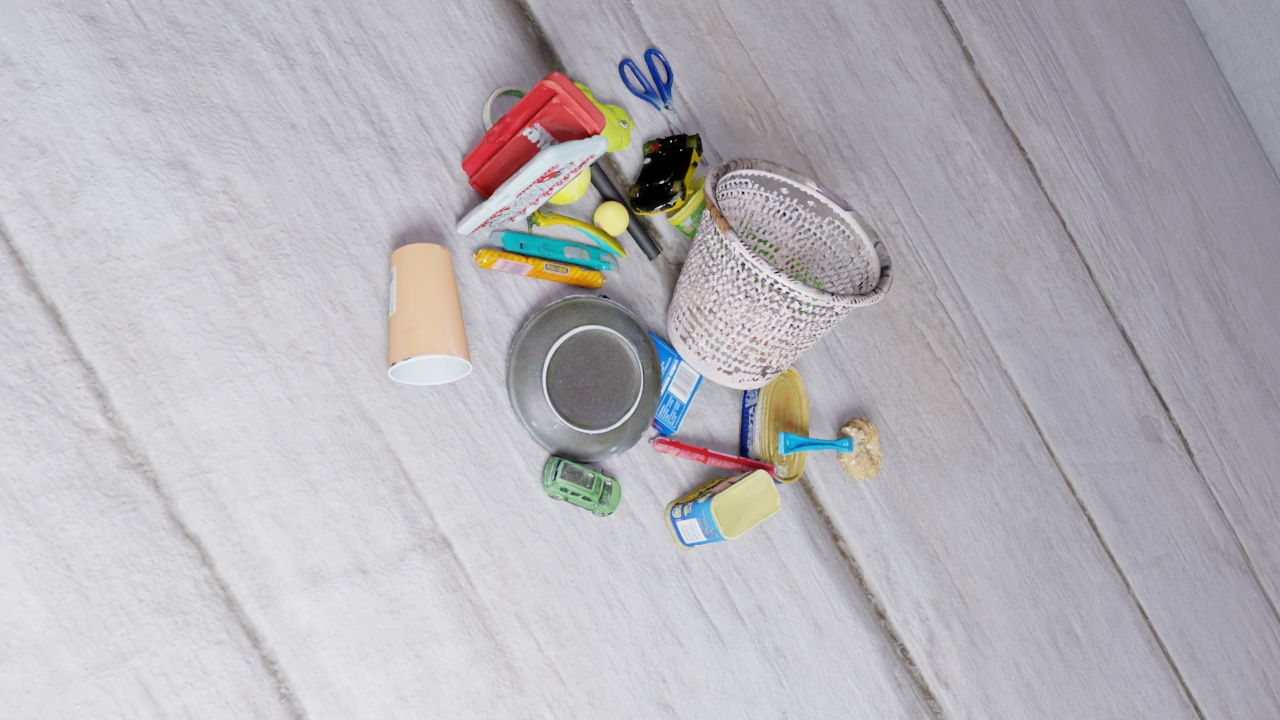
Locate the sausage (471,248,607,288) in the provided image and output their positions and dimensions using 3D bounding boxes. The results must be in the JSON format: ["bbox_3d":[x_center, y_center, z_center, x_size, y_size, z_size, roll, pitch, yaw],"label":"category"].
[{"bbox_3d":[-0.106,-0.099,0.995,0.165,0.022,0.021,8,70,-33],"label":"sausage"}]

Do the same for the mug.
[{"bbox_3d":[-0.207,-0.046,0.880,0.078,0.078,0.122,3,68,-34],"label":"mug"}]

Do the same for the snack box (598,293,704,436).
[{"bbox_3d":[-0.006,0.006,1.027,0.157,0.026,0.084,39,59,-18],"label":"snack box"}]

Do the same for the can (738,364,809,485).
[{"bbox_3d":[0.160,0.078,1.104,0.074,0.049,0.148,17,66,-29],"label":"can"}]

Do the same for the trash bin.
[{"bbox_3d":[0.133,-0.081,1.023,0.227,0.193,0.227,17,42,-16],"label":"trash bin"}]

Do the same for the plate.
[{"bbox_3d":[-0.052,0.019,0.966,0.179,0.024,0.179,1,87,-25],"label":"plate"}]

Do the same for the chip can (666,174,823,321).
[{"bbox_3d":[0.134,-0.134,1.141,0.221,0.073,0.072,38,57,-19],"label":"chip can"}]

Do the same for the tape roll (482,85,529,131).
[{"bbox_3d":[-0.136,-0.268,1.035,0.085,0.014,0.085,12,68,-32],"label":"tape roll"}]

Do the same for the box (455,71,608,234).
[{"bbox_3d":[-0.120,-0.184,0.900,0.095,0.202,0.098,42,56,-18],"label":"box"}]

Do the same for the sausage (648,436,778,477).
[{"bbox_3d":[0.083,0.110,1.035,0.156,0.020,0.020,15,65,-7],"label":"sausage"}]

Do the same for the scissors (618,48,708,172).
[{"bbox_3d":[0.040,-0.325,1.176,0.171,0.012,0.141,33,60,-24],"label":"scissors"}]

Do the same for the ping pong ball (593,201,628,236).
[{"bbox_3d":[-0.034,-0.163,1.054,0.040,0.040,0.040,11,69,-31],"label":"ping pong ball"}]

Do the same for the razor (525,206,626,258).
[{"bbox_3d":[-0.068,-0.142,1.024,0.132,0.028,0.043,19,33,-30],"label":"razor"}]

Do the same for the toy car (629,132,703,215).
[{"bbox_3d":[0.031,-0.220,1.093,0.041,0.071,0.155,66,31,-42],"label":"toy car"}]

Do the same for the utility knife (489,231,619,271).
[{"bbox_3d":[-0.092,-0.122,1.017,0.164,0.013,0.029,6,66,-33],"label":"utility knife"}]

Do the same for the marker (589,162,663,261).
[{"bbox_3d":[-0.019,-0.175,1.080,0.132,0.022,0.020,53,16,-9],"label":"marker"}]

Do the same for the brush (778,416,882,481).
[{"bbox_3d":[0.228,0.104,1.105,0.254,0.046,0.083,9,80,-51],"label":"brush"}]

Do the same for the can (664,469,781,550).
[{"bbox_3d":[0.092,0.163,1.008,0.101,0.083,0.057,-24,89,-37],"label":"can"}]

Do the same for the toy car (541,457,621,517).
[{"bbox_3d":[-0.058,0.130,0.948,0.091,0.036,0.043,27,60,-29],"label":"toy car"}]

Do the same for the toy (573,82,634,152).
[{"bbox_3d":[-0.054,-0.283,1.085,0.100,0.031,0.096,51,54,-5],"label":"toy"}]

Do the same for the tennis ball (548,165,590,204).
[{"bbox_3d":[-0.088,-0.205,1.015,0.065,0.066,0.065,11,69,-31],"label":"tennis ball"}]
